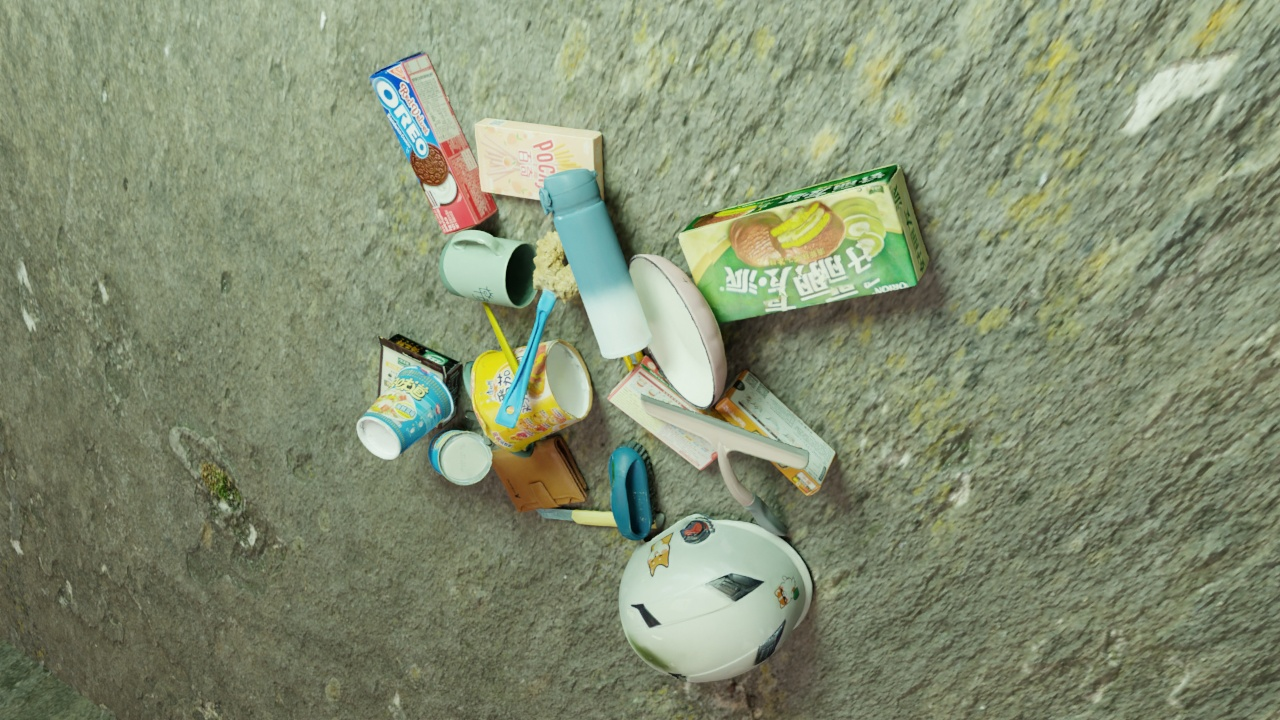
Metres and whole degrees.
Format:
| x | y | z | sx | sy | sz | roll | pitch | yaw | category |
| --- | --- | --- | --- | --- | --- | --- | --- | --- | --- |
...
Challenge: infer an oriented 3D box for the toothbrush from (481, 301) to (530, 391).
| x | y | z | sx | sy | sz | roll | pitch | yaw | category |
| --- | --- | --- | --- | --- | --- | --- | --- | --- | --- |
| -0.175 | -0.035 | 1.161 | 0.190 | 0.016 | 0.016 | 61 | 147 | 33 | toothbrush |

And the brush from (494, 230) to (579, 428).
| x | y | z | sx | sy | sz | roll | pitch | yaw | category |
| --- | --- | --- | --- | --- | --- | --- | --- | --- | --- |
| -0.118 | -0.041 | 1.096 | 0.083 | 0.046 | 0.254 | 20 | 87 | 3 | brush |

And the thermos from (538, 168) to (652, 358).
| x | y | z | sx | sy | sz | roll | pitch | yaw | category |
| --- | --- | --- | --- | --- | --- | --- | --- | --- | --- |
| -0.051 | -0.111 | 1.049 | 0.070 | 0.070 | 0.220 | -9 | 112 | 31 | thermos |

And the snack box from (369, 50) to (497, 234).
| x | y | z | sx | sy | sz | roll | pitch | yaw | category |
| --- | --- | --- | --- | --- | --- | --- | --- | --- | --- |
| -0.247 | -0.260 | 1.107 | 0.057 | 0.058 | 0.207 | -11 | 113 | 29 | snack box |

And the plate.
| x | y | z | sx | sy | sz | roll | pitch | yaw | category |
| --- | --- | --- | --- | --- | --- | --- | --- | --- | --- |
| 0.047 | -0.038 | 1.050 | 0.192 | 0.039 | 0.193 | 55 | 161 | 28 | plate |

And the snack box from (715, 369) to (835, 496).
| x | y | z | sx | sy | sz | roll | pitch | yaw | category |
| --- | --- | --- | --- | --- | --- | --- | --- | --- | --- |
| 0.162 | 0.084 | 1.090 | 0.154 | 0.075 | 0.026 | 43 | 128 | -2 | snack box |

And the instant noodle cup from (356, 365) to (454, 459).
| x | y | z | sx | sy | sz | roll | pitch | yaw | category |
| --- | --- | --- | --- | --- | --- | --- | --- | --- | --- |
| -0.328 | 0.076 | 1.258 | 0.099 | 0.109 | 0.099 | 16 | 129 | 20 | instant noodle cup |

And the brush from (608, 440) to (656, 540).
| x | y | z | sx | sy | sz | roll | pitch | yaw | category |
| --- | --- | --- | --- | --- | --- | --- | --- | --- | --- |
| -0.015 | 0.183 | 1.242 | 0.055 | 0.073 | 0.144 | 4 | 114 | 21 | brush |

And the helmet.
| x | y | z | sx | sy | sz | roll | pitch | yaw | category |
| --- | --- | --- | --- | --- | --- | --- | --- | --- | --- |
| 0.083 | 0.340 | 1.236 | 0.275 | 0.156 | 0.230 | -17 | 110 | 34 | helmet |

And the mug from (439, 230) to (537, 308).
| x | y | z | sx | sy | sz | roll | pitch | yaw | category |
| --- | --- | --- | --- | --- | --- | --- | --- | --- | --- |
| -0.194 | -0.121 | 1.137 | 0.106 | 0.082 | 0.112 | 13 | 152 | 25 | mug |

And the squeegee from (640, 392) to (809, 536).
| x | y | z | sx | sy | sz | roll | pitch | yaw | category |
| --- | --- | --- | --- | --- | --- | --- | --- | --- | --- |
| 0.130 | 0.158 | 1.120 | 0.248 | 0.040 | 0.250 | 16 | 151 | 42 | squeegee |

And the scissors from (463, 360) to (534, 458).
| x | y | z | sx | sy | sz | roll | pitch | yaw | category |
| --- | --- | --- | --- | --- | --- | --- | --- | --- | --- |
| -0.190 | 0.081 | 1.243 | 0.019 | 0.170 | 0.181 | -32 | 123 | 10 | scissors |

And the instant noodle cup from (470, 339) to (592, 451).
| x | y | z | sx | sy | sz | roll | pitch | yaw | category |
| --- | --- | --- | --- | --- | --- | --- | --- | --- | --- |
| -0.135 | 0.040 | 1.188 | 0.110 | 0.137 | 0.138 | -17 | 110 | 26 | instant noodle cup |

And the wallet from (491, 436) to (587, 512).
| x | y | z | sx | sy | sz | roll | pitch | yaw | category |
| --- | --- | --- | --- | --- | --- | --- | --- | --- | --- |
| -0.148 | 0.167 | 1.333 | 0.132 | 0.031 | 0.108 | -14 | 110 | 34 | wallet |

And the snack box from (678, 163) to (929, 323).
| x | y | z | sx | sy | sz | roll | pitch | yaw | category |
| --- | --- | --- | --- | --- | --- | --- | --- | --- | --- |
| 0.168 | -0.119 | 0.971 | 0.241 | 0.063 | 0.114 | -10 | 114 | 32 | snack box |

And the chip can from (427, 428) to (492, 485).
| x | y | z | sx | sy | sz | roll | pitch | yaw | category |
| --- | --- | --- | --- | --- | --- | --- | --- | --- | --- |
| -0.252 | 0.131 | 1.267 | 0.071 | 0.071 | 0.210 | 51 | 166 | -8 | chip can |

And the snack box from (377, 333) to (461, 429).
| x | y | z | sx | sy | sz | roll | pitch | yaw | category |
| --- | --- | --- | --- | --- | --- | --- | --- | --- | --- |
| -0.320 | 0.024 | 1.320 | 0.113 | 0.053 | 0.126 | 24 | 126 | 12 | snack box |

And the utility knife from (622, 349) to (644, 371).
| x | y | z | sx | sy | sz | roll | pitch | yaw | category |
| --- | --- | --- | --- | --- | --- | --- | --- | --- | --- |
| -0.007 | 0.007 | 1.169 | 0.033 | 0.015 | 0.170 | -13 | 113 | 29 | utility knife |

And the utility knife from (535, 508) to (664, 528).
| x | y | z | sx | sy | sz | roll | pitch | yaw | category |
| --- | --- | --- | --- | --- | --- | --- | --- | --- | --- |
| -0.061 | 0.228 | 1.330 | 0.213 | 0.022 | 0.031 | -3 | 116 | 22 | utility knife |

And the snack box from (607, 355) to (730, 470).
| x | y | z | sx | sy | sz | roll | pitch | yaw | category |
| --- | --- | --- | --- | --- | --- | --- | --- | --- | --- |
| 0.042 | 0.068 | 1.160 | 0.156 | 0.026 | 0.077 | 38 | 128 | -8 | snack box |

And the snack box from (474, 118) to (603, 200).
| x | y | z | sx | sy | sz | roll | pitch | yaw | category |
| --- | --- | --- | --- | --- | --- | --- | --- | --- | --- |
| -0.119 | -0.232 | 1.076 | 0.157 | 0.026 | 0.085 | 12 | 123 | 21 | snack box |
